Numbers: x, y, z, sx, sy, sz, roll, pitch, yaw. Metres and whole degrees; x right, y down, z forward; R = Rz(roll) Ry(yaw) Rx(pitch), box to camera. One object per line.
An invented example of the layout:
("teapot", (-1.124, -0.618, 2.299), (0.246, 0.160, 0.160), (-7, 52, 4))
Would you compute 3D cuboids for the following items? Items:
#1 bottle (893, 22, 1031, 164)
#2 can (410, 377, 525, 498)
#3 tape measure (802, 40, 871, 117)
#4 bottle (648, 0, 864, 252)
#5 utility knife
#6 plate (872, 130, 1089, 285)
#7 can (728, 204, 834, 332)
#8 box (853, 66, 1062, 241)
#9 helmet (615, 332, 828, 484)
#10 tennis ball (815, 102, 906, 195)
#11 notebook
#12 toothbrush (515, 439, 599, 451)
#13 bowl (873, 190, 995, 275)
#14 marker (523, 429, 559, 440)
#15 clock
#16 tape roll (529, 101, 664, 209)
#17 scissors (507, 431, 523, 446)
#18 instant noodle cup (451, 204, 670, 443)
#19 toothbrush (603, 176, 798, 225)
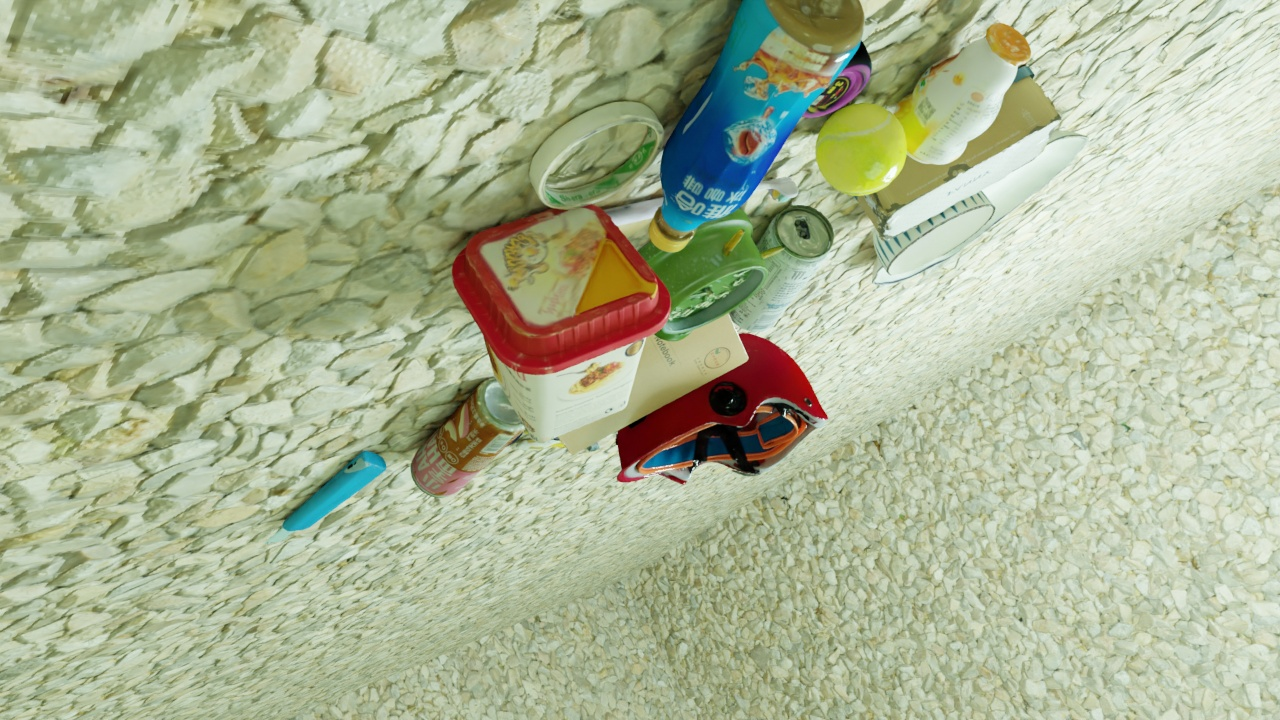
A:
("bottle", (0.235, -0.194, 0.672), (0.063, 0.063, 0.109), (-19, 162, -30))
("can", (-0.161, 0.075, 0.864), (0.057, 0.058, 0.148), (-11, 157, -47))
("tape measure", (0.109, -0.178, 0.559), (0.057, 0.039, 0.057), (-15, 160, -24))
("bottle", (0.053, -0.136, 0.553), (0.065, 0.065, 0.219), (-20, 163, -28))
("utility knife", (-0.310, 0.139, 0.889), (0.188, 0.018, 0.034), (-36, 151, 28))
("plate", (0.360, -0.170, 1.011), (0.161, 0.034, 0.267), (-14, 159, -40))
("can", (0.125, -0.082, 0.851), (0.058, 0.058, 0.147), (-22, 163, -21))
("box", (0.278, -0.180, 0.802), (0.184, 0.061, 0.090), (-31, 165, 2))
("helmet", (0.075, 0.049, 1.035), (0.239, 0.143, 0.207), (-7, 157, -18))
("tennis ball", (0.161, -0.154, 0.670), (0.065, 0.065, 0.065), (-26, 164, -8))
("notebook", (-0.005, 0.005, 0.888), (0.208, 0.008, 0.148), (-28, 139, 2))
("toothbrush", (-0.099, 0.106, 1.138), (0.016, 0.018, 0.191), (-36, 163, 19))
("bowl", (0.278, -0.142, 0.903), (0.116, 0.066, 0.116), (-25, 163, -8))
("marker", (-0.108, 0.084, 1.059), (0.018, 0.015, 0.124), (-32, 165, 5))
("clock", (0.036, -0.062, 0.768), (0.162, 0.056, 0.116), (-35, 162, 24))
("tape roll", (-0.026, -0.122, 0.554), (0.085, 0.014, 0.086), (-26, 164, -8))
("scissors", (-0.155, 0.069, 0.942), (0.161, 0.012, 0.163), (-30, 163, 2))
("instant noodle cup", (-0.053, -0.020, 0.605), (0.116, 0.116, 0.124), (-22, 146, -21))
("toothbrush", (0.041, -0.116, 0.678), (0.188, 0.029, 0.021), (-16, 120, -33))
